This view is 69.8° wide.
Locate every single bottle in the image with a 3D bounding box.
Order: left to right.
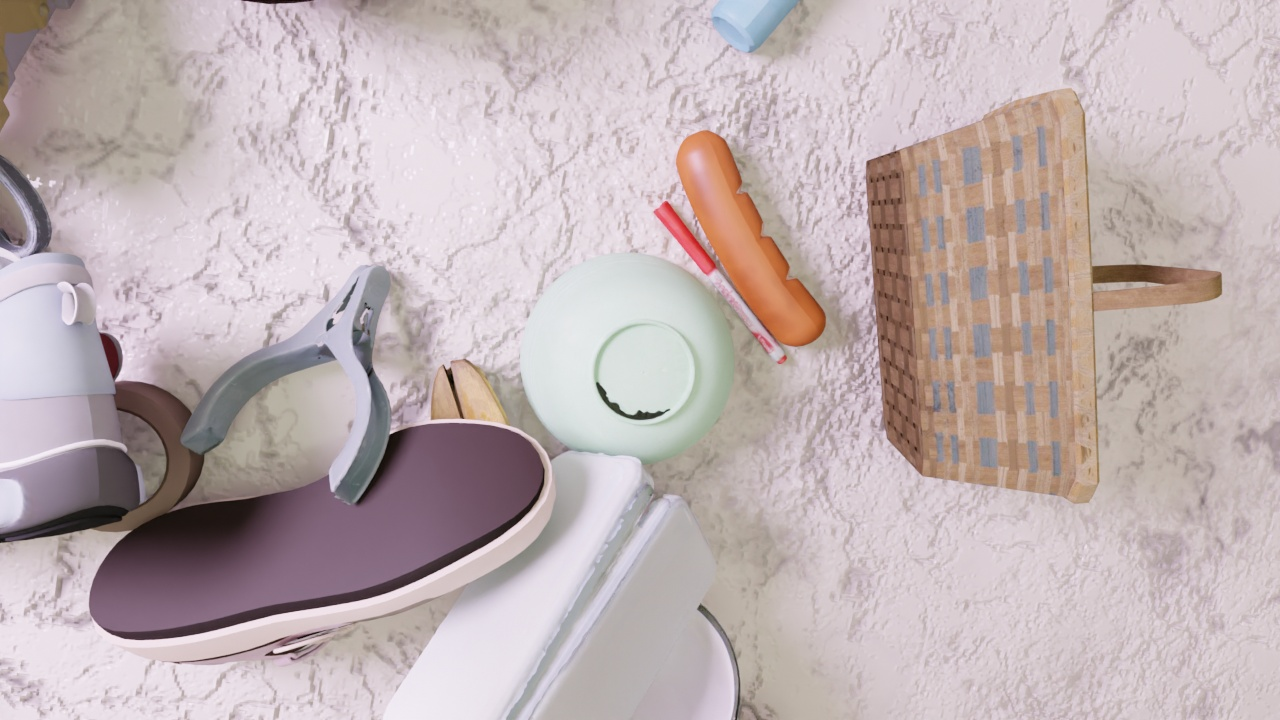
[{"bbox_3d":[0.102,-0.264,0.605,0.040,0.040,0.130,40,91,-11],"label":"bottle"}]

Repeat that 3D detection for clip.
[{"bbox_3d":[-0.191,0.029,0.560,0.169,0.031,0.164,-44,57,-5],"label":"clip"}]

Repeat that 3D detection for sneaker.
[{"bbox_3d":[-0.388,0.022,0.515,0.257,0.093,0.160,-5,89,26],"label":"sneaker"},{"bbox_3d":[-0.180,0.134,0.576,0.294,0.111,0.116,-20,140,5],"label":"sneaker"}]

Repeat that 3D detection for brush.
[{"bbox_3d":[-0.104,0.094,0.622,0.059,0.043,0.195,-13,100,-7],"label":"brush"}]

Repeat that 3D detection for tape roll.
[{"bbox_3d":[-0.335,0.061,0.591,0.093,0.030,0.094,-1,98,-8],"label":"tape roll"}]

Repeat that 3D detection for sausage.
[{"bbox_3d":[0.073,-0.080,0.626,0.044,0.039,0.164,-36,101,-19],"label":"sausage"}]

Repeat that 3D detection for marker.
[{"bbox_3d":[0.057,-0.053,0.642,0.013,0.013,0.142,-40,101,-2],"label":"marker"}]

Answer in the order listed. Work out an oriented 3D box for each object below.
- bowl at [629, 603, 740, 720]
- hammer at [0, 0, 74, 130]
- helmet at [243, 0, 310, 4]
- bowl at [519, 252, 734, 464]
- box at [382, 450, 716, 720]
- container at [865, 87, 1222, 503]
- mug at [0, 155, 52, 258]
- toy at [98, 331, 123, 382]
[{"bbox_3d":[-0.008,0.230,0.608,0.153,0.153,0.073,-19,137,-5],"label":"bowl"},{"bbox_3d":[-0.354,-0.253,0.379,0.100,0.326,0.189,13,62,-10],"label":"hammer"},{"bbox_3d":[-0.191,-0.310,0.448,0.234,0.254,0.233,38,75,11],"label":"helmet"},{"bbox_3d":[-0.004,0.004,0.608,0.151,0.077,0.151,-1,97,-8],"label":"bowl"},{"bbox_3d":[-0.057,0.162,0.558,0.210,0.106,0.130,-51,132,-30],"label":"box"},{"bbox_3d":[0.260,-0.044,0.603,0.186,0.157,0.250,-6,98,4],"label":"container"},{"bbox_3d":[-0.411,-0.091,0.531,0.117,0.081,0.111,-25,105,14],"label":"mug"},{"bbox_3d":[-0.340,0.032,0.554,0.049,0.030,0.112,17,98,19],"label":"toy"}]
